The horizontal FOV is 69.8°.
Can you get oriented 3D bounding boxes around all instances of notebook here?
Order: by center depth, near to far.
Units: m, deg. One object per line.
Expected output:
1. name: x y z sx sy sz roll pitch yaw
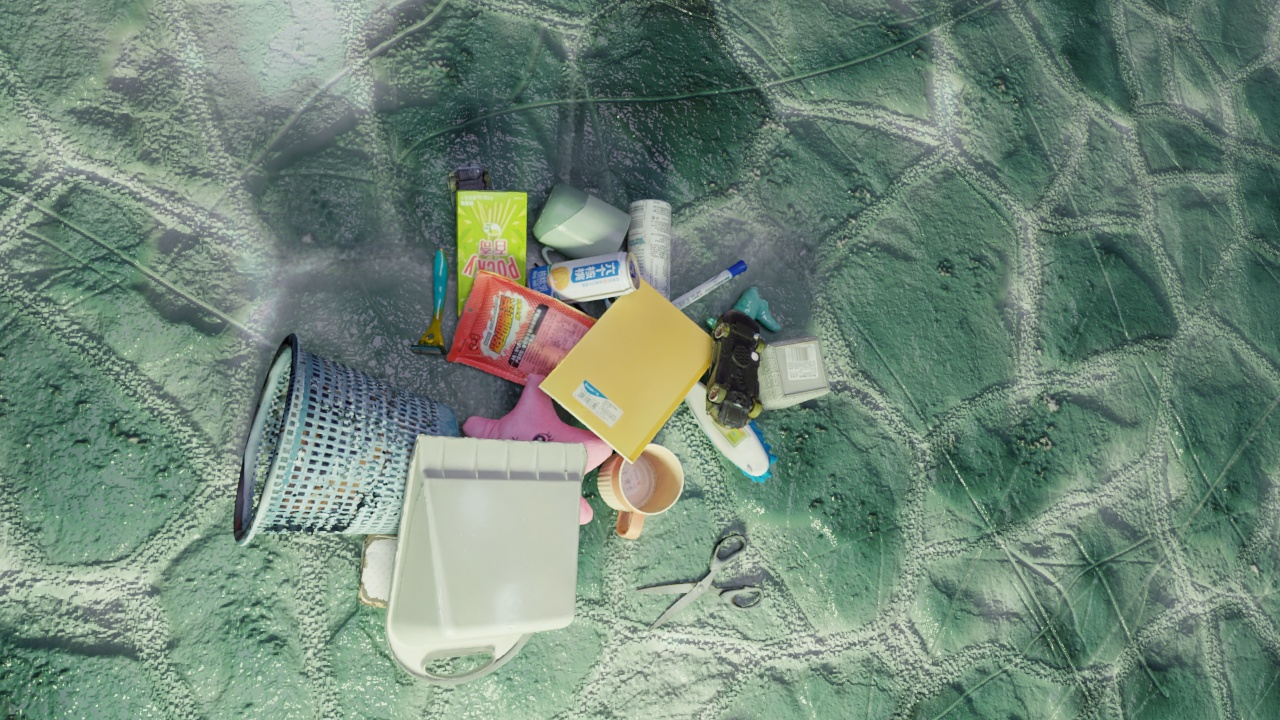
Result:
1. notebook: -0.007 0.007 1.122 0.146 0.010 0.205 40 61 0

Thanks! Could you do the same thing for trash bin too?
1. trash bin: -0.314 0.103 1.003 0.195 0.227 0.226 16 77 -28

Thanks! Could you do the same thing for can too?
1. can: -0.071 -0.101 1.147 0.135 0.053 0.053 -8 83 16
2. can: 0.011 -0.136 1.213 0.058 0.058 0.146 4 81 -18

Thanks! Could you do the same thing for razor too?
1. razor: -0.253 -0.073 1.133 0.043 0.028 0.132 3 82 14

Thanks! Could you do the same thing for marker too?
1. marker: 0.086 -0.097 1.254 0.145 0.017 0.017 -32 92 -20

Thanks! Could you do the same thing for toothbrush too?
1. toothbrush: -0.072 -0.059 1.199 0.189 0.014 0.017 44 96 -6

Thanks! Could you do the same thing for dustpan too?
1. dustpan: -0.180 0.227 1.024 0.222 0.143 0.257 7 71 -40

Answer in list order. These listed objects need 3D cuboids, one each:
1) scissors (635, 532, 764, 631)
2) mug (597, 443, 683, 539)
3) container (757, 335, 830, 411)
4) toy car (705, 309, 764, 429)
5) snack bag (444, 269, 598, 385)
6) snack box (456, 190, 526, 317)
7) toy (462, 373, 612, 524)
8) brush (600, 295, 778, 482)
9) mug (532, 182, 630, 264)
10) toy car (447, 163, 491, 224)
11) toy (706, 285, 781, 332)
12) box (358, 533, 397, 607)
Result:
1. scissors: 0.084 0.293 1.196 0.178 0.014 0.159 25 75 -12
2. mug: -0.006 0.163 1.136 0.081 0.106 0.114 15 77 -15
3. container: 0.186 0.017 1.217 0.090 0.114 0.090 -10 85 -19
4. toy car: 0.117 0.010 1.144 0.070 0.042 0.157 24 61 -28
5. snack bag: -0.125 -0.022 1.142 0.207 0.073 0.129 22 106 -13
6. snack box: -0.185 -0.131 1.137 0.085 0.026 0.156 -1 105 -18
7. toy: -0.118 0.112 1.119 0.178 0.074 0.194 -13 90 -1
8. brush: 0.062 0.029 1.184 0.060 0.109 0.314 -42 77 5
9. mug: -0.084 -0.161 1.181 0.106 0.082 0.112 25 106 -13
10. toy car: -0.209 -0.187 1.158 0.054 0.037 0.120 -11 94 -16
11. toy: 0.147 -0.057 1.262 0.096 0.030 0.091 39 74 -15
12. box: -0.235 0.247 1.075 0.184 0.061 0.089 11 79 -18
